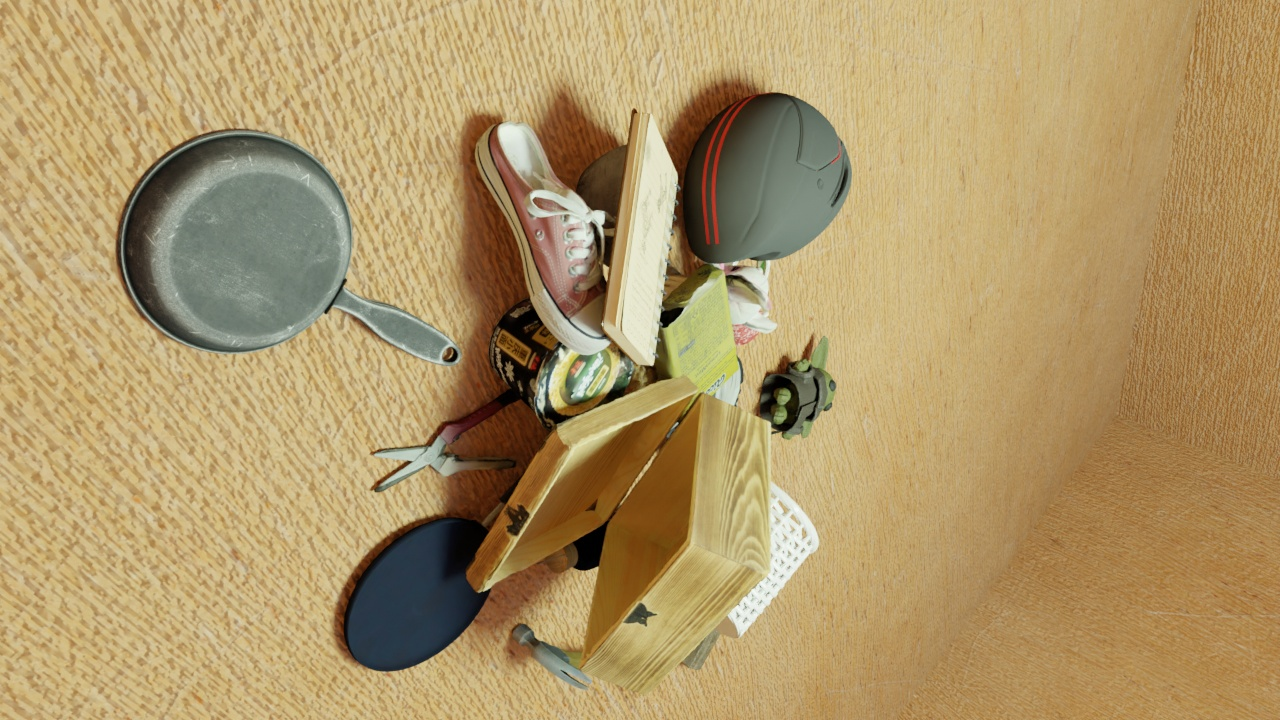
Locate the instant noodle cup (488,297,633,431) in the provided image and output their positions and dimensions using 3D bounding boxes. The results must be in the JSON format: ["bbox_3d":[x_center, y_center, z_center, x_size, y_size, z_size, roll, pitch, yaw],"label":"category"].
[{"bbox_3d":[-0.094,-0.002,1.000,0.137,0.112,0.137,-27,131,-36],"label":"instant noodle cup"}]

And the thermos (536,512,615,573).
[{"bbox_3d":[-0.046,0.243,1.248,0.230,0.061,0.061,-10,119,-46],"label":"thermos"}]

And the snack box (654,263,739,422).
[{"bbox_3d":[0.064,-0.022,1.132,0.121,0.045,0.181,-43,142,-27],"label":"snack box"}]

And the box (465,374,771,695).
[{"bbox_3d":[-0.025,0.167,1.063,0.280,0.263,0.268,-59,-169,37],"label":"box"}]

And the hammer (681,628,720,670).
[{"bbox_3d":[0.058,0.414,1.495,0.158,0.037,0.300,-59,143,-4],"label":"hammer"}]

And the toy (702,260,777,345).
[{"bbox_3d":[0.128,-0.082,1.194,0.084,0.159,0.194,-38,146,-1],"label":"toy"}]

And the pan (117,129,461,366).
[{"bbox_3d":[-0.276,-0.061,0.814,0.356,0.055,0.187,34,85,-48],"label":"pan"}]

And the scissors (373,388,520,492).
[{"bbox_3d":[-0.199,0.096,1.018,0.194,0.015,0.179,-51,141,-13],"label":"scissors"}]

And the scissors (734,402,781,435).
[{"bbox_3d":[0.140,0.111,1.391,0.168,0.012,0.157,-30,120,-16],"label":"scissors"}]

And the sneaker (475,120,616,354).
[{"bbox_3d":[-0.073,-0.123,0.881,0.118,0.088,0.241,-35,103,-45],"label":"sneaker"}]

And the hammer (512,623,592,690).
[{"bbox_3d":[-0.057,0.440,1.332,0.025,0.118,0.333,-57,148,-3],"label":"hammer"}]

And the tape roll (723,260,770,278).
[{"bbox_3d":[0.146,-0.122,1.281,0.093,0.018,0.094,-28,131,-37],"label":"tape roll"}]

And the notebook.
[{"bbox_3d":[0.005,-0.118,0.941,0.167,0.024,0.225,47,50,-72],"label":"notebook"}]

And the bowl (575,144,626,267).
[{"bbox_3d":[-0.029,-0.163,0.987,0.145,0.067,0.145,6,89,-77],"label":"bowl"}]

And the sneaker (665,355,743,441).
[{"bbox_3d":[0.063,0.100,1.278,0.124,0.089,0.240,2,102,-45],"label":"sneaker"}]

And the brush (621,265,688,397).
[{"bbox_3d":[-0.007,0.007,1.151,0.271,0.057,0.083,-60,146,-2],"label":"brush"}]

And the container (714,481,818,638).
[{"bbox_3d":[0.137,0.286,1.384,0.186,0.189,0.189,-45,139,-20],"label":"container"}]

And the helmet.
[{"bbox_3d":[0.142,-0.222,1.094,0.170,0.164,0.264,45,63,-39],"label":"helmet"}]

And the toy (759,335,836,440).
[{"bbox_3d":[0.256,0.058,1.471,0.152,0.078,0.179,-15,120,-45],"label":"toy"}]

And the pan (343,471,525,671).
[{"bbox_3d":[-0.201,0.210,1.075,0.355,0.021,0.199,-49,141,-14],"label":"pan"}]
